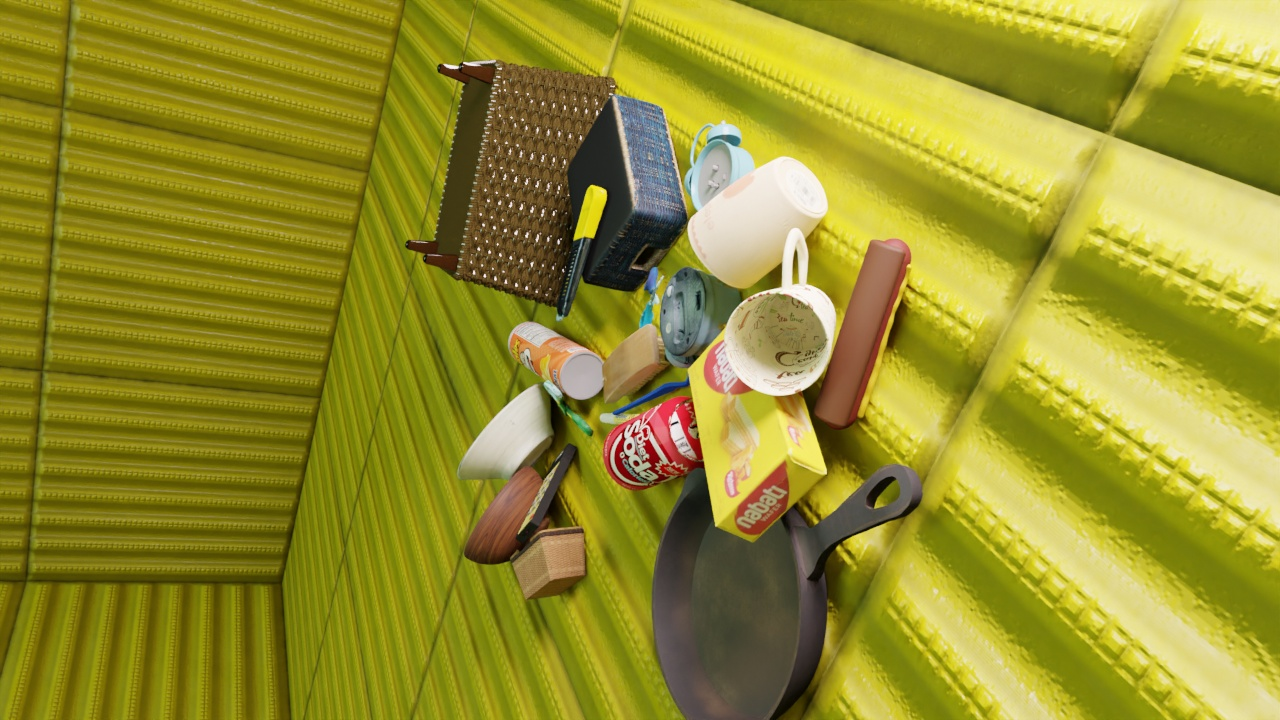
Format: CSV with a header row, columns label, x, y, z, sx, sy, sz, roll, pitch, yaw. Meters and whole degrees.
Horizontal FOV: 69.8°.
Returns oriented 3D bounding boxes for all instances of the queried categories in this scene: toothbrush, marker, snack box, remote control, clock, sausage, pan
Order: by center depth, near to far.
label,x,y,z,sx,sy,sz,roll,pitch,yaw
sausage,0.173,-0.019,0.708,0.040,0.040,0.156,41,119,58
pan,0.115,0.177,0.761,0.357,0.043,0.248,-48,42,45
snack box,0.093,0.046,0.775,0.092,0.042,0.200,-50,26,29
clock,0.054,-0.042,0.926,0.125,0.051,0.088,-30,59,58
clock,0.075,-0.195,0.933,0.088,0.042,0.123,-61,36,35
toothbrush,0.018,0.035,1.003,0.187,0.016,0.011,-26,53,55
marker,-0.014,0.069,1.066,0.132,0.014,0.014,-3,80,62
remote control,-0.120,0.168,1.175,0.058,0.013,0.133,-50,11,45

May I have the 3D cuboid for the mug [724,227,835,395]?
label,x,y,z,sx,sy,sz,roll,pitch,yaw
mug,0.118,-0.044,0.728,0.081,0.097,0.122,4,106,21

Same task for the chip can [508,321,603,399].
label,x,y,z,sx,sy,sz,roll,pitch,yaw
chip can,-0.115,-0.003,1.225,0.210,0.062,0.062,26,106,61

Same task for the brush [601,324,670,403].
label,x,y,z,sx,sy,sz,roll,pitch,yaw
brush,-0.006,0.006,1.040,0.117,0.039,0.049,-43,46,52

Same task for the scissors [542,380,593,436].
label,x,y,z,sx,sy,sz,roll,pitch,yaw
scissors,-0.104,0.053,1.178,0.012,0.119,0.129,-41,40,-10

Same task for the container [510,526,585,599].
label,x,y,z,sx,sy,sz,roll,pitch,yaw
container,-0.114,0.259,1.164,0.114,0.063,0.061,-46,52,49

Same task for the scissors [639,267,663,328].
label,x,y,z,sx,sy,sz,roll,pitch,yaw
scissors,0.014,-0.082,1.010,0.135,0.015,0.086,114,164,-75

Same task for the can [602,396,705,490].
label,x,y,z,sx,sy,sz,roll,pitch,yaw
can,0.021,0.085,0.930,0.143,0.074,0.074,-31,56,57

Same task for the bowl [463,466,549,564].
label,x,y,z,sx,sy,sz,roll,pitch,yaw
bowl,-0.165,0.221,1.233,0.147,0.069,0.147,-55,-8,-12

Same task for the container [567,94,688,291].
label,x,y,z,sx,sy,sz,roll,pitch,yaw
container,-0.022,-0.197,1.086,0.146,0.071,0.187,-49,42,47

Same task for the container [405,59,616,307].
label,x,y,z,sx,sy,sz,roll,pitch,yaw
container,-0.190,-0.255,1.277,0.176,0.204,0.321,33,112,60

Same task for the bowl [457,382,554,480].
label,x,y,z,sx,sy,sz,roll,pitch,yaw
bowl,-0.167,0.114,1.251,0.058,0.176,0.177,41,130,10

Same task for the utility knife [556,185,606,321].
label,x,y,z,sx,sy,sz,roll,pitch,yaw
utility knife,-0.072,-0.119,1.063,0.028,0.020,0.171,52,129,54

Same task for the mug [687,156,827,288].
label,x,y,z,sx,sy,sz,roll,pitch,yaw
mug,0.111,-0.135,0.822,0.105,0.085,0.111,-37,22,42
